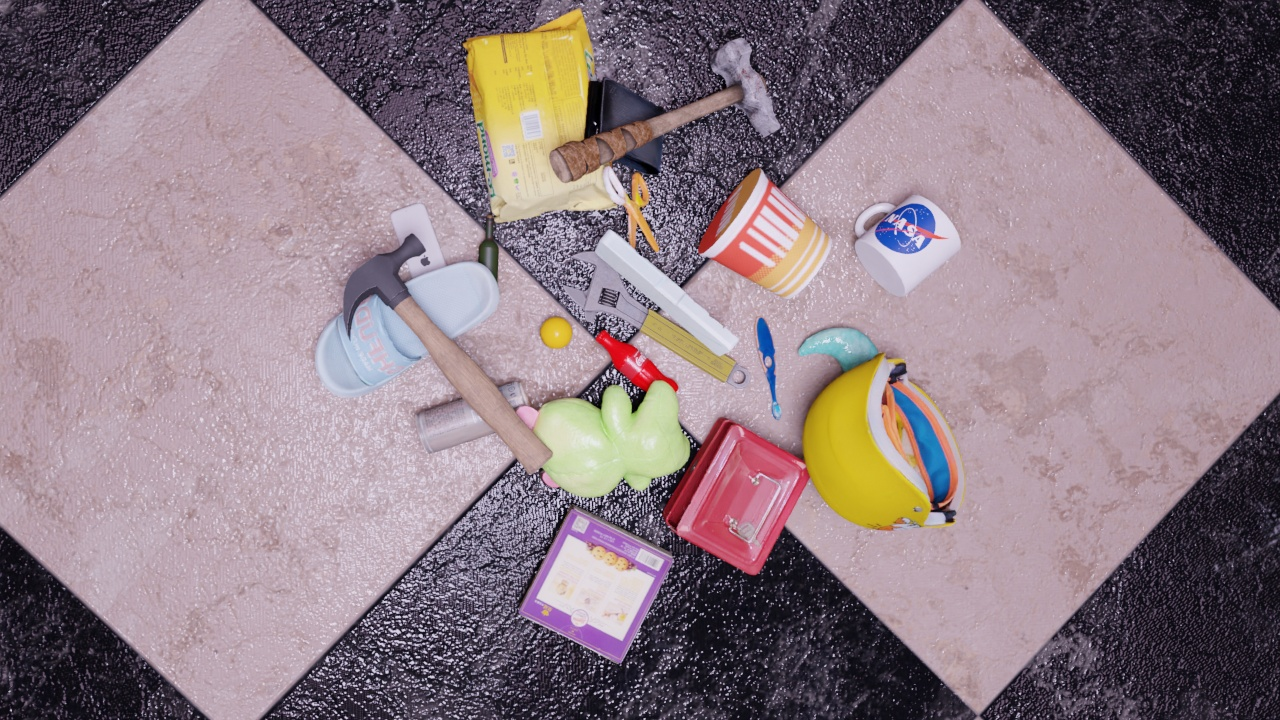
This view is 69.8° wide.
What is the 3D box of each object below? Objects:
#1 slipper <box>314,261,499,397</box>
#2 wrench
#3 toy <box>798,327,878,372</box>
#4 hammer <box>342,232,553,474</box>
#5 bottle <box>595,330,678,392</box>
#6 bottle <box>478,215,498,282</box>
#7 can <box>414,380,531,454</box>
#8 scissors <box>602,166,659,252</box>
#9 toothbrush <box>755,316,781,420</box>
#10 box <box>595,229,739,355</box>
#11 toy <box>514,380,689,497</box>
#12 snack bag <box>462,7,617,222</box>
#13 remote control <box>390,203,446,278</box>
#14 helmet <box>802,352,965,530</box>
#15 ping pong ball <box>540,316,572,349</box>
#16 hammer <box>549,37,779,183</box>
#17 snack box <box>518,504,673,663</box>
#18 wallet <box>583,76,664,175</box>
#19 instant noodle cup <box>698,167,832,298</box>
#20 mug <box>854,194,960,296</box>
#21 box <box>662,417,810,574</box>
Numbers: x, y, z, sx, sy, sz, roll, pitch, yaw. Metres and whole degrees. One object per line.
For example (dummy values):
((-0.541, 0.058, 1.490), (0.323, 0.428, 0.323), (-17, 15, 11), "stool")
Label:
((-0.285, -0.044, 1.100), (0.245, 0.074, 0.104), (-28, 90, 3), "slipper")
((0.023, -0.045, 1.156), (0.273, 0.018, 0.083), (31, 88, -4), "wrench")
((0.260, 0.001, 1.168), (0.085, 0.033, 0.105), (-36, 95, 7), "toy")
((-0.216, 0.008, 1.053), (0.132, 0.040, 0.305), (-41, 90, -16), "hammer")
((-0.007, 0.007, 1.146), (0.119, 0.036, 0.036), (41, 87, -3), "bottle")
((-0.189, -0.127, 1.138), (0.025, 0.025, 0.106), (2, 90, -4), "bottle")
((-0.203, 0.069, 1.124), (0.135, 0.054, 0.054), (-18, 91, -4), "can")
((-0.012, -0.187, 1.114), (0.011, 0.128, 0.125), (-20, 53, 30), "scissors")
((0.164, 0.010, 1.167), (0.021, 0.017, 0.135), (-10, 91, -7), "toothbrush")
((0.029, -0.078, 1.098), (0.197, 0.134, 0.040), (41, 86, -3), "box")
((-0.040, 0.103, 1.103), (0.197, 0.107, 0.150), (-18, 123, -4), "toy")
((-0.123, -0.296, 1.121), (0.159, 0.068, 0.247), (-11, 91, -3), "snack bag")
((-0.266, -0.121, 1.141), (0.045, 0.008, 0.146), (-20, 92, -3), "remote control")
((0.281, 0.112, 1.099), (0.140, 0.239, 0.209), (-24, 64, 29), "helmet")
((-0.104, -0.034, 1.137), (0.040, 0.040, 0.040), (0, 90, -4), "ping pong ball")
((0.031, -0.281, 1.088), (0.318, 0.049, 0.121), (-29, 97, -27), "hammer")
((-0.055, 0.277, 1.141), (0.143, 0.040, 0.148), (28, 88, -4), "snack box")
((-0.015, -0.285, 1.114), (0.114, 0.026, 0.089), (14, 73, -42), "wallet")
((0.156, -0.147, 1.121), (0.121, 0.123, 0.123), (34, 88, -11), "instant noodle cup")
((0.323, -0.152, 1.149), (0.090, 0.091, 0.121), (-40, 58, -3), "mug")
((0.118, 0.165, 1.134), (0.129, 0.092, 0.157), (32, 84, -6), "box")
